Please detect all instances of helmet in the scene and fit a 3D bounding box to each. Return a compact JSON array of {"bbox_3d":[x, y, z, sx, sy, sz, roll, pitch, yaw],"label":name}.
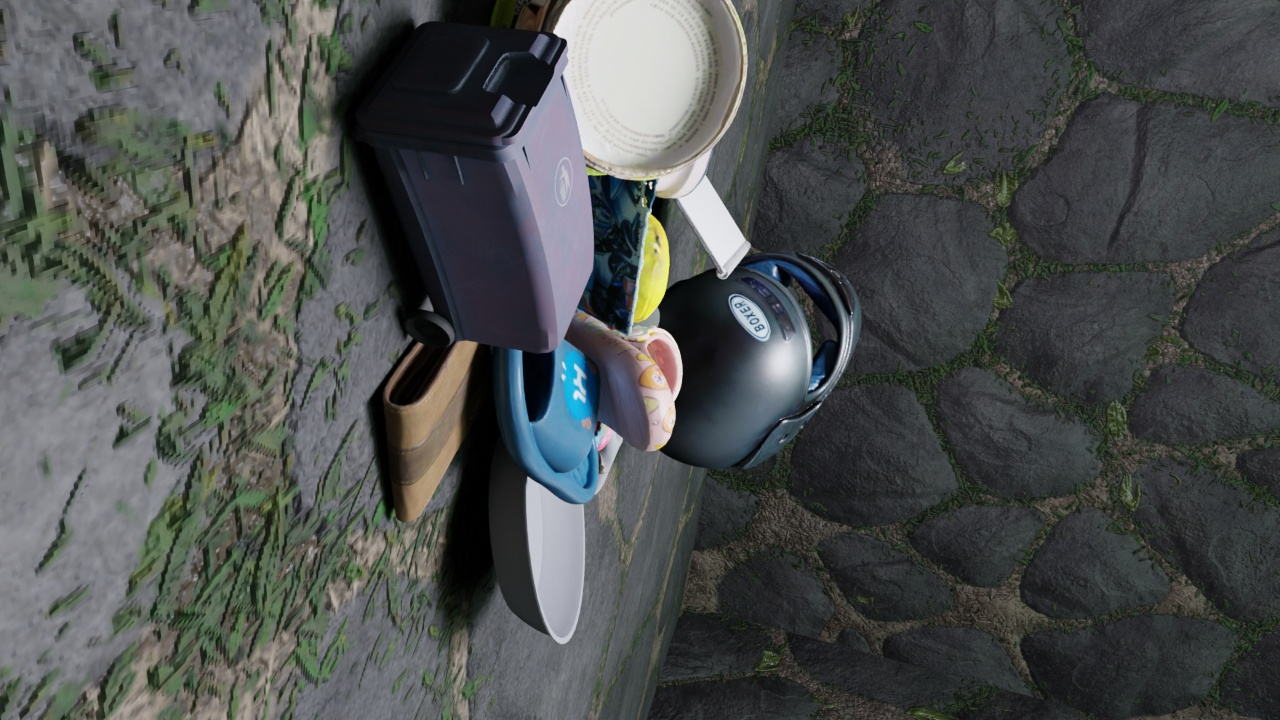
[{"bbox_3d":[0.119,-0.006,1.152,0.317,0.249,0.235,-41,161,18],"label":"helmet"}]

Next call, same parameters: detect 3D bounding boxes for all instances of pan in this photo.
[{"bbox_3d":[-0.075,0.068,0.799,0.201,0.051,0.355,77,11,-48],"label":"pan"}]

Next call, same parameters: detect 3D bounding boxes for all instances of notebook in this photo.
[{"bbox_3d":[0.070,-0.192,1.101,0.178,0.013,0.245,57,18,-5],"label":"notebook"}]

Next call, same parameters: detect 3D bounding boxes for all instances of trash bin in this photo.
[{"bbox_3d":[-0.081,-0.086,0.478,0.161,0.092,0.093,83,21,-52],"label":"trash bin"}]

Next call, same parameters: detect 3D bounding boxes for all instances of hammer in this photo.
[{"bbox_3d":[-0.034,0.051,0.972,0.311,0.029,0.124,98,15,-65],"label":"hammer"}]

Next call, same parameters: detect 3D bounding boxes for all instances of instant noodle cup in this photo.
[{"bbox_3d":[-0.010,-0.171,0.530,0.098,0.146,0.146,-128,-138,-59],"label":"instant noodle cup"}]

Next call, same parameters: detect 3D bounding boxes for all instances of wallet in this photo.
[{"bbox_3d":[-0.122,0.024,0.564,0.120,0.027,0.099,-68,170,-49],"label":"wallet"}]

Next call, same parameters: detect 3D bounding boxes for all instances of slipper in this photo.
[{"bbox_3d":[-0.004,0.004,0.722,0.197,0.081,0.093,-144,-143,-67],"label":"slipper"},{"bbox_3d":[-0.057,0.040,0.653,0.214,0.059,0.103,68,19,-56],"label":"slipper"}]

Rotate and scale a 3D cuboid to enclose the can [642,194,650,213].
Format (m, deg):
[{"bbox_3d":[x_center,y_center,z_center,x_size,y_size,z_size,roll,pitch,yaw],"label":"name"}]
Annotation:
[{"bbox_3d":[-0.015,-0.125,0.902,0.101,0.053,0.053,85,20,-60],"label":"can"}]

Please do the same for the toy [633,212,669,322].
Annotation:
[{"bbox_3d":[-0.005,-0.079,0.758,0.094,0.041,0.095,144,-57,-62],"label":"toy"}]

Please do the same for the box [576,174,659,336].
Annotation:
[{"bbox_3d":[-0.038,-0.158,0.683,0.170,0.071,0.244,-120,-145,-61],"label":"box"}]

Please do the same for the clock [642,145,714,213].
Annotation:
[{"bbox_3d":[0.012,-0.208,0.755,0.116,0.058,0.158,57,-37,38],"label":"clock"}]

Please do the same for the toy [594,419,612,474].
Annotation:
[{"bbox_3d":[-0.067,0.088,0.906,0.103,0.050,0.065,-34,-150,50],"label":"toy"}]

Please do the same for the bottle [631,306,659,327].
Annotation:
[{"bbox_3d":[-0.019,-0.065,0.890,0.108,0.060,0.060,68,34,-55],"label":"bottle"}]
